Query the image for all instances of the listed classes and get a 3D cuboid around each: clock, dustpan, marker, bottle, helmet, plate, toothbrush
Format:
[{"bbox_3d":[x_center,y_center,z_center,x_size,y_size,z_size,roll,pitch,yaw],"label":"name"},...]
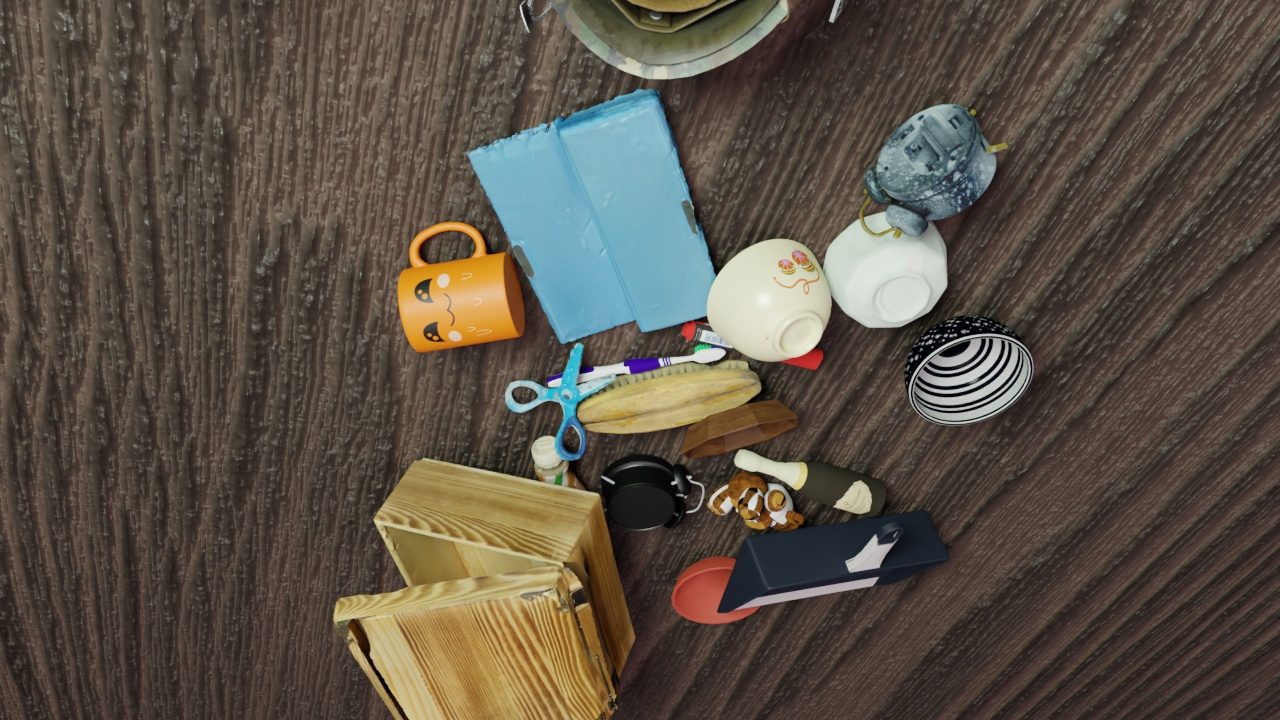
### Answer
[{"bbox_3d":[0.013,0.153,1.049,0.120,0.042,0.091,4,130,-7],"label":"clock"},{"bbox_3d":[0.236,0.241,1.069,0.236,0.080,0.274,-5,137,-16],"label":"dustpan"},{"bbox_3d":[0.113,-0.017,0.922,0.145,0.021,0.024,13,151,-14],"label":"marker"},{"bbox_3d":[0.190,0.134,1.042,0.184,0.045,0.045,18,127,-18],"label":"bottle"},{"bbox_3d":[0.235,-0.155,0.767,0.130,0.090,0.052,-39,129,22],"label":"clock"},{"bbox_3d":[-0.089,0.152,1.031,0.059,0.059,0.167,-8,131,3],"label":"bottle"},{"bbox_3d":[0.023,-0.276,0.547,0.192,0.235,0.225,8,119,-4],"label":"helmet"},{"bbox_3d":[0.101,0.071,0.959,0.131,0.025,0.131,-15,165,-4],"label":"plate"},{"bbox_3d":[-0.006,0.006,0.938,0.187,0.016,0.015,-10,130,8],"label":"toothbrush"}]

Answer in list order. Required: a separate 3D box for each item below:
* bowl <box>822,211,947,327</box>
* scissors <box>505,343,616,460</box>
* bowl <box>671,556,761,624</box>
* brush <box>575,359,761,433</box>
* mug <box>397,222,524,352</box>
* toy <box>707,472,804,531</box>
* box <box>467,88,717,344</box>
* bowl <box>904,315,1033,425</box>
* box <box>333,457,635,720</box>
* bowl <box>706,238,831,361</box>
[{"bbox_3d":[0.233,-0.075,0.854,0.117,0.061,0.118,-2,130,-3],"label":"bowl"},{"bbox_3d":[-0.072,0.047,0.936,0.138,0.012,0.127,-22,100,27],"label":"scissors"},{"bbox_3d":[0.099,0.289,1.177,0.122,0.035,0.122,-2,131,-2],"label":"bowl"},{"bbox_3d":[0.027,0.036,0.948,0.195,0.043,0.059,-12,129,8],"label":"brush"},{"bbox_3d":[-0.164,-0.070,0.834,0.096,0.077,0.112,-9,100,4],"label":"mug"},{"bbox_3d":[0.139,0.168,1.054,0.087,0.067,0.112,0,147,48],"label":"toy"},{"bbox_3d":[-0.032,-0.114,0.825,0.175,0.033,0.232,-15,131,11],"label":"box"},{"bbox_3d":[0.321,0.000,0.920,0.120,0.066,0.120,-2,131,-2],"label":"bowl"},{"bbox_3d":[-0.147,0.292,0.998,0.259,0.220,0.280,7,132,19],"label":"box"},{"bbox_3d":[0.130,-0.042,0.846,0.118,0.074,0.118,-13,130,-16],"label":"bowl"}]
